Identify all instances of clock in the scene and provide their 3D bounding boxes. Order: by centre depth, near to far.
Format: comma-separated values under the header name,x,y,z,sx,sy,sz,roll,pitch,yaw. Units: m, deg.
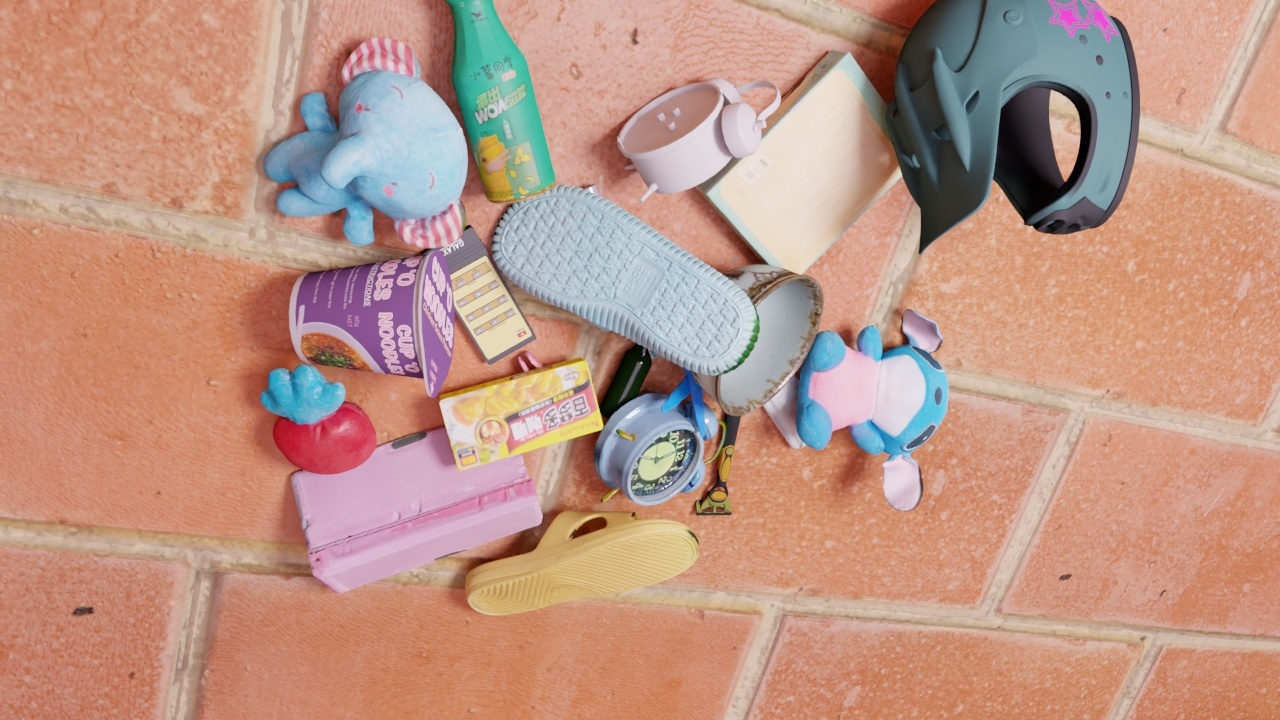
name,x,y,z,sx,sy,sz,roll,pitch,yaw
clock,0.053,-0.217,0.849,0.159,0.119,0.061,-29,126,8
clock,0.025,0.095,0.986,0.161,0.060,0.118,-11,125,-34

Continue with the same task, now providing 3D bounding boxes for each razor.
name,x,y,z,sx,sy,sz,roll,pitch,yaw
razor,0.096,0.114,1.050,0.044,0.021,0.144,3,108,-18

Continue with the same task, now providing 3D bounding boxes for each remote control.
name,x,y,z,sx,sy,sz,roll,pitch,yaw
remote control,-0.157,-0.063,0.903,0.058,0.013,0.133,-30,117,-3
remote control,0.164,0.044,1.039,0.050,0.022,0.133,-37,117,0

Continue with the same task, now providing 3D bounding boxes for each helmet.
name,x,y,z,sx,sy,sz,roll,pitch,yaw
helmet,0.333,-0.232,0.861,0.200,0.177,0.274,5,74,-10

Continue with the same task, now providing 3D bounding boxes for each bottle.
name,x,y,z,sx,sy,sz,roll,pitch,yaw
bottle,-0.130,-0.247,0.805,0.068,0.068,0.210,-17,115,-10
bottle,-0.006,0.006,0.967,0.033,0.033,0.123,20,104,-23

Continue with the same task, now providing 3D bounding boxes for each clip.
name,x,y,z,sx,sy,sz,roll,pitch,yaw
clip,-0.109,0.019,0.949,0.060,0.023,0.045,29,101,-29

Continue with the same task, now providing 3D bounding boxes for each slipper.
name,x,y,z,sx,sy,sz,roll,pitch,yaw
slipper,-0.012,-0.076,0.868,0.276,0.069,0.116,30,101,13
slipper,-0.069,0.208,1.002,0.264,0.078,0.099,-18,138,11

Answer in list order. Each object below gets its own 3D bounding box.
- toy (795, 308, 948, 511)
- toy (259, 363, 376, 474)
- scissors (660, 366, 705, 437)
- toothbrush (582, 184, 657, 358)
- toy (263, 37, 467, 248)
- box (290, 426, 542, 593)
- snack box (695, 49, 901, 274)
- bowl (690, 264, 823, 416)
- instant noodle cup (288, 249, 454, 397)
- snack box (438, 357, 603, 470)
name,x,y,z,sx,sy,sz,roll,pitch,yaw
toy,0.258,0.050,1.021,0.191,0.099,0.224,5,92,-21
toy,-0.308,0.056,0.875,0.092,0.062,0.133,-15,125,-1
scissors,0.053,0.014,0.963,0.123,0.016,0.125,53,47,-6
toothbrush,-0.018,-0.085,0.918,0.018,0.019,0.188,-24,108,-4
toy,-0.240,-0.174,0.788,0.180,0.114,0.183,-15,105,2
box,-0.229,0.144,0.959,0.232,0.115,0.107,-18,155,-9
snack box,0.173,-0.192,0.932,0.193,0.044,0.141,-45,118,4
bowl,0.100,-0.035,0.935,0.159,0.094,0.160,-32,142,-30
instant noodle cup,-0.243,-0.032,0.829,0.122,0.136,0.122,0,157,2
snack box,-0.119,0.053,0.922,0.152,0.025,0.075,-16,102,-10
